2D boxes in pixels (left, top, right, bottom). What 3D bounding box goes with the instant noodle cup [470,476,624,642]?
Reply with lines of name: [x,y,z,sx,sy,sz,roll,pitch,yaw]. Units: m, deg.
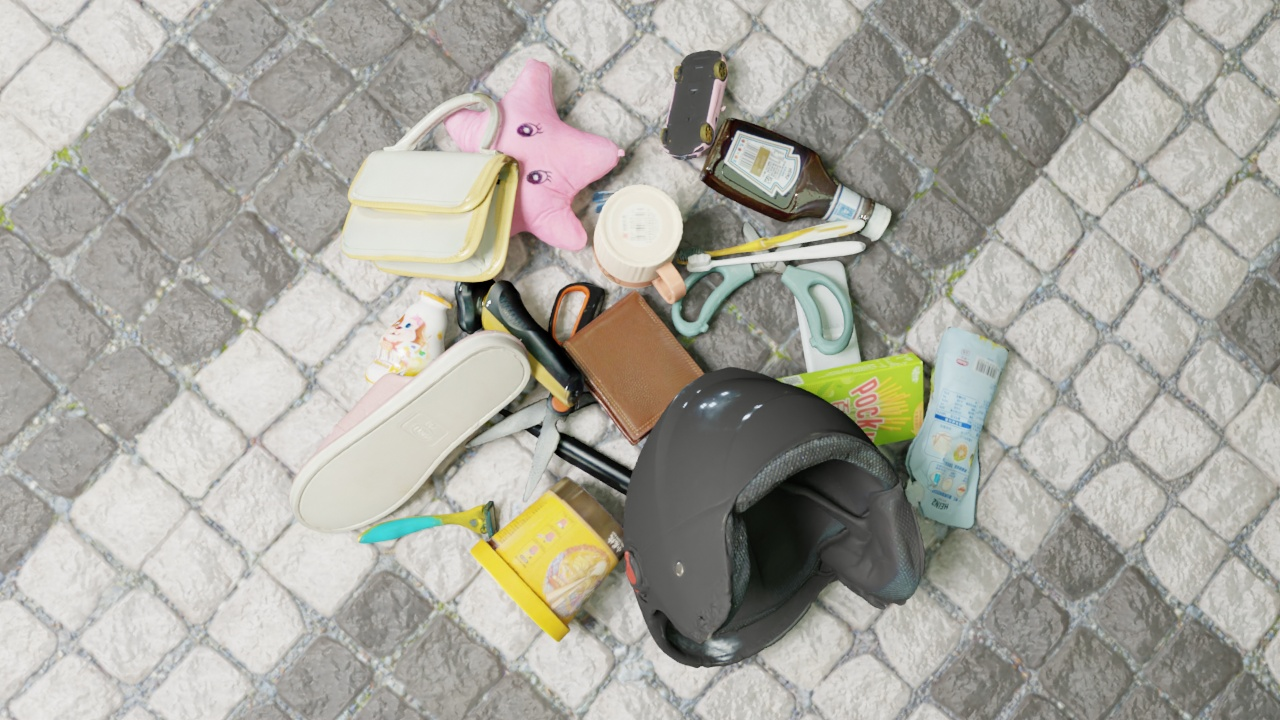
instant noodle cup: [-0.079,0.180,0.861,0.118,0.119,0.114,45,76,0]

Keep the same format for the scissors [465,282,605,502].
scissors: [-0.066,0.024,0.904,0.220,0.022,0.227,-6,79,-11]

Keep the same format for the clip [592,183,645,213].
clip: [-0.020,-0.167,0.932,0.058,0.026,0.036,-13,79,-6]

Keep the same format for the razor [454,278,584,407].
razor: [-0.115,-0.018,0.872,0.167,0.062,0.068,44,102,21]

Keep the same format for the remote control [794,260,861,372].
remote control: [0.191,-0.034,0.941,0.056,0.020,0.136,-8,84,-6]

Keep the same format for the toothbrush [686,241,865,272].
toothbrush: [0.136,-0.106,0.917,0.180,0.016,0.016,-6,59,-1]

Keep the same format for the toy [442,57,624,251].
toy: [-0.103,-0.200,0.899,0.179,0.074,0.194,-7,88,10]

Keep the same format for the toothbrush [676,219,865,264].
toothbrush: [0.130,-0.121,0.922,0.191,0.018,0.016,-10,65,6]

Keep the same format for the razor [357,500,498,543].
razor: [-0.207,0.162,0.891,0.132,0.028,0.043,-7,117,-8]

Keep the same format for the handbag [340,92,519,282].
handbag: [-0.196,-0.170,0.866,0.163,0.063,0.178,7,83,25]

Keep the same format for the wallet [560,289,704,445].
wallet: [-0.005,0.005,0.892,0.101,0.032,0.124,-37,86,-19]

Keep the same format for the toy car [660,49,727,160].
toy car: [0.057,-0.258,0.932,0.056,0.037,0.122,4,75,32]

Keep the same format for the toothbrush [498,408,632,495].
toothbrush: [-0.072,0.085,0.909,0.212,0.026,0.027,31,99,-1]

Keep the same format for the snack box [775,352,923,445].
snack box: [0.205,0.048,0.918,0.156,0.026,0.086,-10,113,-6]

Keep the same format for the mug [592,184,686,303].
mug: [0.005,-0.106,0.889,0.081,0.106,0.114,-34,89,-6]

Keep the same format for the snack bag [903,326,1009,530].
snack bag: [0.318,0.069,0.926,0.110,0.039,0.191,20,84,-38]

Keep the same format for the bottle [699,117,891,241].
bottle: [0.161,-0.178,0.939,0.195,0.044,0.080,23,85,-3]

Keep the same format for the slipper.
slipper: [-0.216,0.062,0.846,0.275,0.114,0.054,-40,46,12]

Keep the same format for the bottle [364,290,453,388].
bottle: [-0.219,-0.013,0.886,0.063,0.063,0.108,24,84,-3]

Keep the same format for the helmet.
helmet: [0.097,0.144,0.819,0.233,0.230,0.275,1,129,-29]

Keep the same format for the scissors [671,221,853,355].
scissors: [0.127,-0.056,0.919,0.171,0.019,0.170,-39,69,-7]
